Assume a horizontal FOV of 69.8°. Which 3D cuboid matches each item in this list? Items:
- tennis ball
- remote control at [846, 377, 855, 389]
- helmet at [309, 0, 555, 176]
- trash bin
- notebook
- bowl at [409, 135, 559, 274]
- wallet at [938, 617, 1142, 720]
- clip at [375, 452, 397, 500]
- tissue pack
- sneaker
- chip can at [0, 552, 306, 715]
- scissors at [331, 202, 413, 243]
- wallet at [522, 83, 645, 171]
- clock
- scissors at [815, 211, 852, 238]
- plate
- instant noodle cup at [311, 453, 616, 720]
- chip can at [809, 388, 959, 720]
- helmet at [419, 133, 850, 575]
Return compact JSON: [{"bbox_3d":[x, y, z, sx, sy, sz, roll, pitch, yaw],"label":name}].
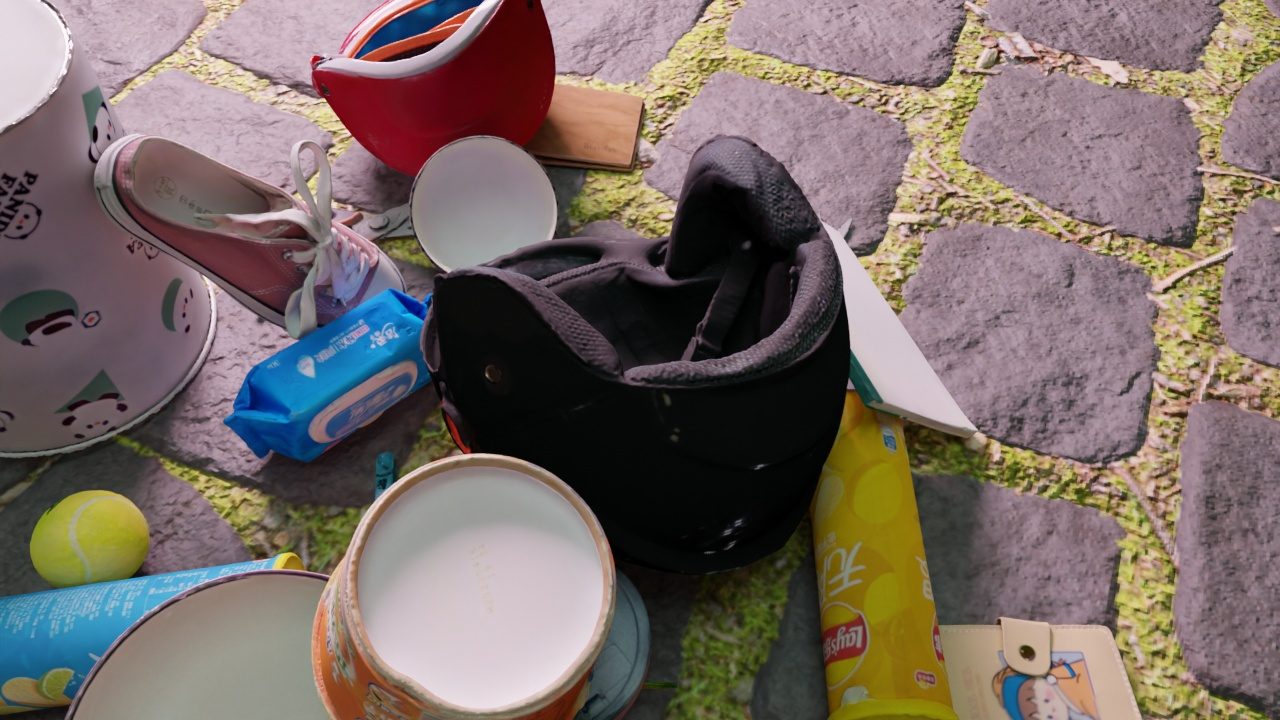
[{"bbox_3d":[-0.349,0.116,0.584,0.065,0.066,0.065,-1,53,1],"label":"tennis ball"},{"bbox_3d":[0.102,0.004,0.681,0.136,0.020,0.055,24,78,18],"label":"remote control"},{"bbox_3d":[-0.168,-0.248,0.812,0.207,0.144,0.239,-24,34,1],"label":"helmet"},{"bbox_3d":[-0.432,-0.096,0.611,0.229,0.252,0.229,5,54,-7],"label":"trash bin"},{"bbox_3d":[0.152,-0.040,0.658,0.150,0.012,0.209,16,40,-46],"label":"notebook"},{"bbox_3d":[-0.127,-0.121,0.748,0.116,0.116,0.066,-12,10,-8],"label":"bowl"},{"bbox_3d":[0.230,0.195,0.541,0.115,0.024,0.087,0,58,2],"label":"wallet"},{"bbox_3d":[-0.174,0.087,0.632,0.013,0.037,0.055,-9,42,-7],"label":"clip"},{"bbox_3d":[-0.207,0.016,0.640,0.156,0.095,0.052,-35,76,-22],"label":"tissue pack"},{"bbox_3d":[-0.237,-0.076,0.625,0.088,0.241,0.118,4,71,33],"label":"sneaker"},{"bbox_3d":[-0.309,0.165,0.544,0.210,0.071,0.071,-8,53,-4],"label":"chip can"},{"bbox_3d":[-0.245,-0.107,0.785,0.189,0.015,0.223,25,56,19],"label":"scissors"},{"bbox_3d":[-0.057,-0.220,0.866,0.115,0.020,0.101,6,55,3],"label":"wallet"},{"bbox_3d":[-0.064,0.161,0.549,0.117,0.060,0.158,-33,61,-21],"label":"clock"},{"bbox_3d":[0.129,-0.064,0.746,0.144,0.012,0.170,-9,52,-7],"label":"scissors"},{"bbox_3d":[-0.198,0.207,0.487,0.192,0.039,0.192,3,81,-17],"label":"plate"},{"bbox_3d":[-0.082,0.121,0.448,0.151,0.112,0.151,8,59,-13],"label":"instant noodle cup"},{"bbox_3d":[0.142,0.123,0.567,0.072,0.072,0.212,1,52,2],"label":"chip can"},{"bbox_3d":[-0.003,0.003,0.566,0.232,0.230,0.275,-32,29,-35],"label":"helmet"}]
